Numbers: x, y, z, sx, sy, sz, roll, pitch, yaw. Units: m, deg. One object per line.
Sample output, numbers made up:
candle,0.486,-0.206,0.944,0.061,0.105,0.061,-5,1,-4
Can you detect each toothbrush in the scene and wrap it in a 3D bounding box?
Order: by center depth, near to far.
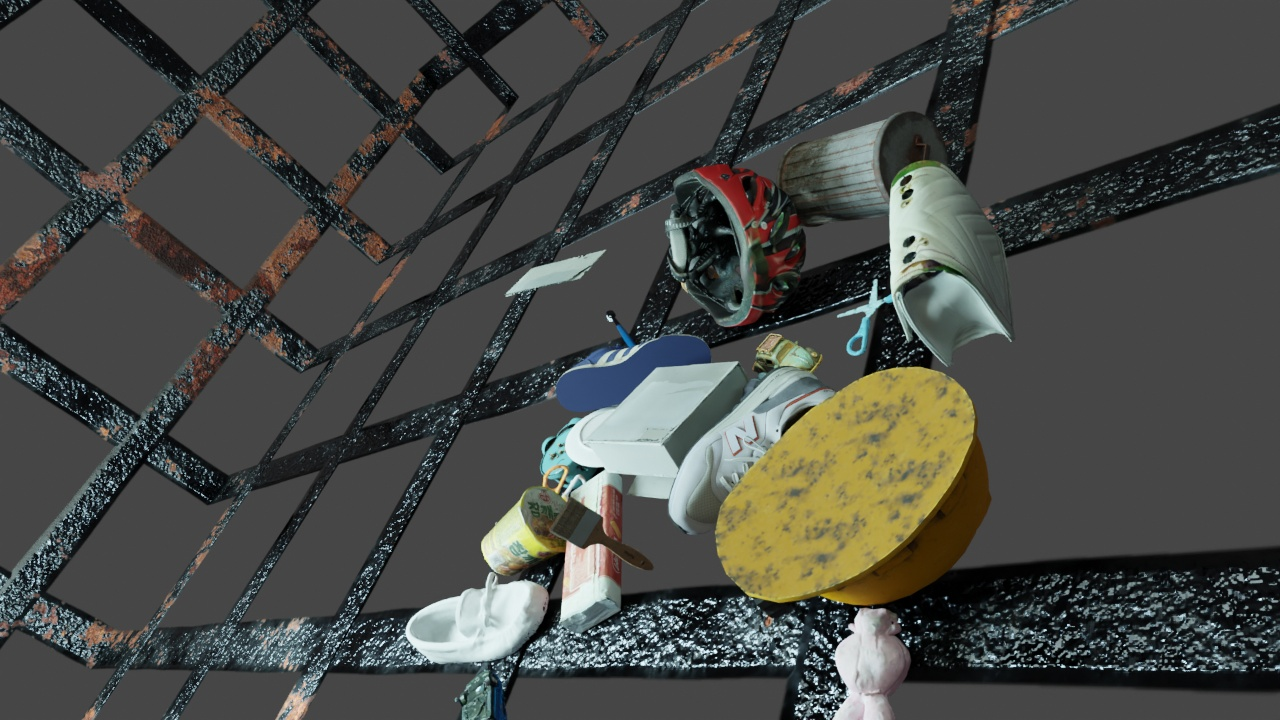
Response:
toothbrush,-0.031,-0.050,1.538,0.014,0.014,0.167,-14,28,-12

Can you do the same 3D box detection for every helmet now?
helmet,0.208,0.137,0.813,0.256,0.131,0.205,-38,27,15
helmet,0.134,-0.161,1.263,0.167,0.218,0.272,-13,23,-11

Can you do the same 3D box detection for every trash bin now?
trash bin,0.298,-0.249,1.225,0.130,0.131,0.211,-56,27,-19

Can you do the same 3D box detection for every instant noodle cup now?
instant noodle cup,-0.155,0.237,1.237,0.108,0.102,0.102,-39,27,28

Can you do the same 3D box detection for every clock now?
clock,-0.103,0.134,1.346,0.090,0.053,0.124,-36,29,17

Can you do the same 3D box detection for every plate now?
plate,-0.042,0.100,1.289,0.135,0.011,0.134,-12,33,8

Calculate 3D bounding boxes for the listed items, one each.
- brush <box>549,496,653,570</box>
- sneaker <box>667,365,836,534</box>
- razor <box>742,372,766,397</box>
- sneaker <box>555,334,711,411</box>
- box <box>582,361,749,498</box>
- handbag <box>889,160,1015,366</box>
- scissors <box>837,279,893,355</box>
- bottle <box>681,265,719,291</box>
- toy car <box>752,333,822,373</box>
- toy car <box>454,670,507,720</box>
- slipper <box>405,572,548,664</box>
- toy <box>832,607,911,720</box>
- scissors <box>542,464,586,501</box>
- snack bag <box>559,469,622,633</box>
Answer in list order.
brush,-0.037,0.207,1.052,0.045,0.143,0.008,-59,27,-6
sneaker,0.137,0.101,1.012,0.239,0.089,0.124,-50,24,-16
razor,0.128,0.081,1.101,0.142,0.052,0.047,-59,16,-16
sneaker,0.000,0.014,1.350,0.233,0.091,0.118,-18,6,14
box,0.134,0.171,1.234,0.169,0.404,0.171,-5,47,53
handbag,0.321,-0.106,0.983,0.096,0.142,0.198,-28,31,35
scissors,0.289,-0.058,1.104,0.135,0.015,0.135,-23,32,48
bottle,0.108,-0.151,1.428,0.063,0.063,0.108,-1,51,55
toy car,0.175,-0.006,1.151,0.047,0.047,0.112,-50,27,-15
toy car,-0.183,0.421,1.074,0.056,0.043,0.120,-39,29,12
slipper,-0.217,0.342,1.216,0.247,0.074,0.112,-23,50,34
toy,0.191,0.263,0.761,0.064,0.047,0.109,-14,52,51
scissors,-0.119,0.211,1.285,0.013,0.070,0.130,-52,-14,-86
snack bag,-0.059,0.236,1.161,0.078,0.041,0.224,-35,30,22
